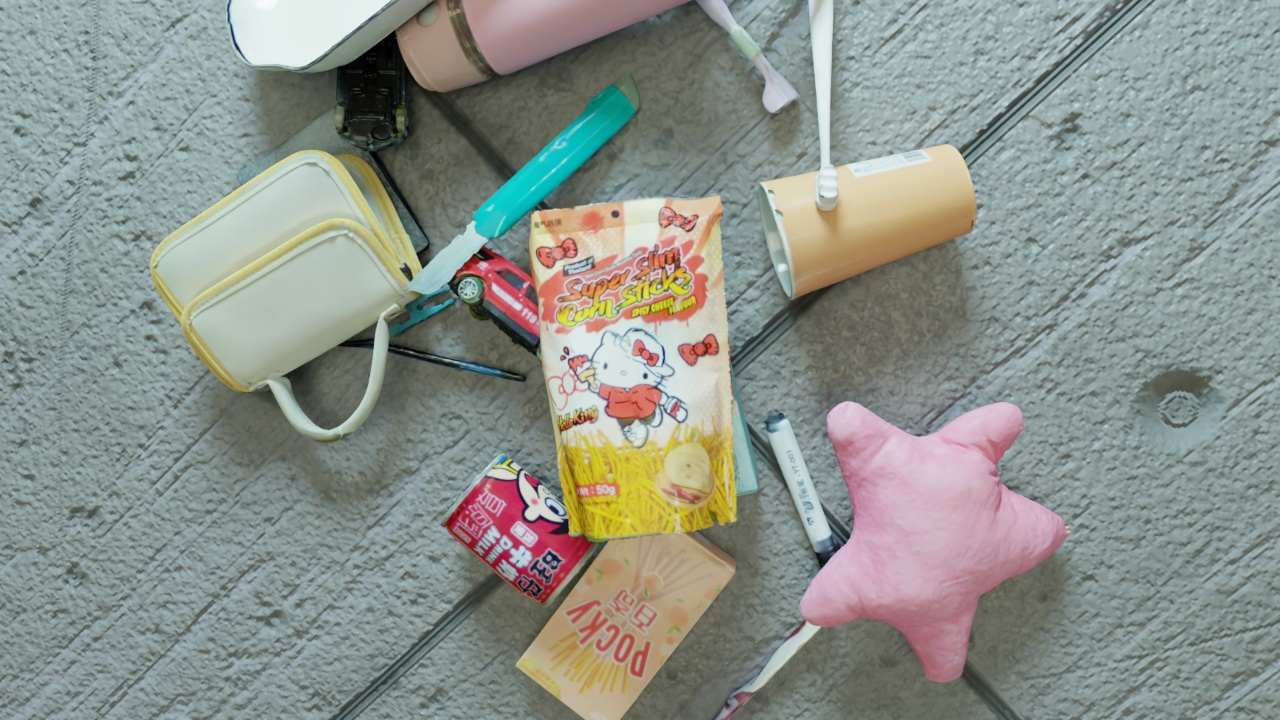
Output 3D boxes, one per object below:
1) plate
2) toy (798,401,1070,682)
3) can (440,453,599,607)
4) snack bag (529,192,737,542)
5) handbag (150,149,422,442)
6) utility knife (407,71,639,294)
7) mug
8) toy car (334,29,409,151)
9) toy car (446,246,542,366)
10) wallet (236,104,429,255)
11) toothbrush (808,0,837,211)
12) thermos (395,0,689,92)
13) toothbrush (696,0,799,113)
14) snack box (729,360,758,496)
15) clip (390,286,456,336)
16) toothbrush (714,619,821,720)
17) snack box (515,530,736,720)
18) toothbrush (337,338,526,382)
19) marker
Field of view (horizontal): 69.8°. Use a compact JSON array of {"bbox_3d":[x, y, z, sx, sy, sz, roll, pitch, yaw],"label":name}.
[{"bbox_3d":[-0.155,-0.279,0.596,0.266,0.034,0.162,-35,58,8],"label":"plate"},{"bbox_3d":[0.197,0.120,0.603,0.178,0.074,0.195,3,100,-4],"label":"toy"},{"bbox_3d":[-0.082,0.119,0.638,0.094,0.066,0.066,40,99,2],"label":"can"},{"bbox_3d":[-0.003,0.003,0.572,0.129,0.073,0.208,-6,89,11],"label":"snack bag"},{"bbox_3d":[-0.229,-0.035,0.629,0.163,0.063,0.179,-27,94,13],"label":"handbag"},{"bbox_3d":[-0.076,-0.117,0.617,0.209,0.013,0.029,-44,90,-7],"label":"utility knife"},{"bbox_3d":[0.144,-0.094,0.587,0.123,0.078,0.078,-17,94,3],"label":"mug"},{"bbox_3d":[-0.183,-0.193,0.631,0.049,0.031,0.105,0,83,-5],"label":"toy car"},{"bbox_3d":[-0.080,-0.032,0.629,0.120,0.053,0.045,40,82,6],"label":"toy car"},{"bbox_3d":[-0.219,-0.108,0.657,0.097,0.019,0.121,-31,93,11],"label":"wallet"},{"bbox_3d":[0.114,-0.176,0.573,0.016,0.016,0.179,2,70,3],"label":"toothbrush"},{"bbox_3d":[-0.062,-0.241,0.596,0.199,0.067,0.087,-15,65,17],"label":"thermos"},{"bbox_3d":[0.040,-0.243,0.611,0.029,0.021,0.189,-37,88,-29],"label":"toothbrush"},{"bbox_3d":[0.025,0.011,0.621,0.074,0.051,0.175,-14,94,8],"label":"snack box"},{"bbox_3d":[-0.158,-0.037,0.658,0.057,0.014,0.048,-23,90,10],"label":"clip"},{"bbox_3d":[0.070,0.238,0.658,0.017,0.016,0.188,44,100,11],"label":"toothbrush"},{"bbox_3d":[-0.010,0.181,0.656,0.084,0.026,0.157,36,99,2],"label":"snack box"},{"bbox_3d":[-0.173,-0.009,0.663,0.189,0.014,0.016,12,81,6],"label":"toothbrush"},{"bbox_3d":[0.118,0.098,0.636,0.022,0.018,0.130,-21,94,0],"label":"marker"}]
